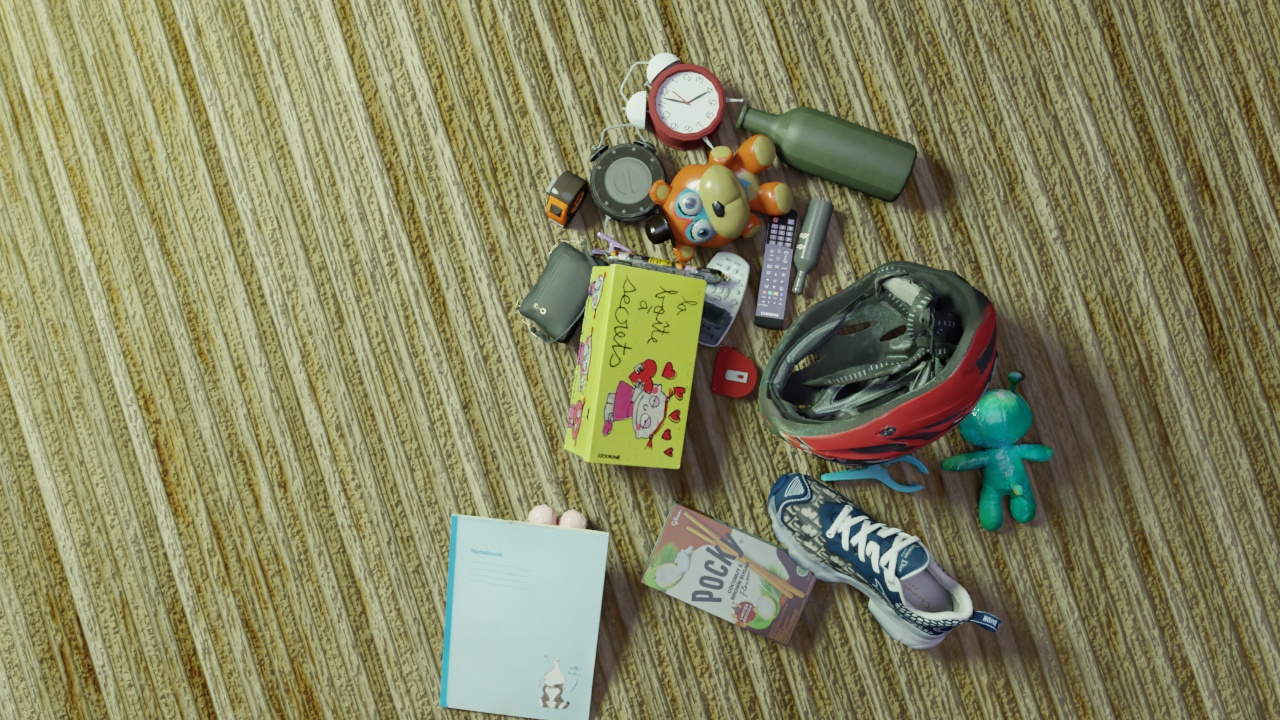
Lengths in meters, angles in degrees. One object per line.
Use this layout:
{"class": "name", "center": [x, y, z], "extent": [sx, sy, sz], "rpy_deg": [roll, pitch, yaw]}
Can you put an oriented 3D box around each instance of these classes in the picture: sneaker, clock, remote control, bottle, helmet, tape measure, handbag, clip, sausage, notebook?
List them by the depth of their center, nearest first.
{"class": "helmet", "center": [0.261, 0.012, 1.007], "extent": [0.272, 0.217, 0.167], "rpy_deg": [-32, 126, 3]}
{"class": "sneaker", "center": [0.266, 0.215, 1.018], "extent": [0.269, 0.133, 0.103], "rpy_deg": [41, 67, 0]}
{"class": "notebook", "center": [-0.138, 0.303, 1.060], "extent": [0.181, 0.009, 0.254], "rpy_deg": [7, 106, 1]}
{"class": "bottle", "center": [0.214, -0.252, 1.074], "extent": [0.207, 0.071, 0.071], "rpy_deg": [20, 89, 1]}
{"class": "sausage", "center": [0.029, -0.109, 1.077], "extent": [0.155, 0.020, 0.020], "rpy_deg": [12, 89, 10]}
{"class": "handbag", "center": [-0.092, -0.083, 1.085], "extent": [0.079, 0.054, 0.128], "rpy_deg": [31, 91, 5]}
{"class": "tape measure", "center": [-0.091, -0.195, 1.085], "extent": [0.038, 0.059, 0.058], "rpy_deg": [30, 86, 4]}
{"class": "clip", "center": [0.277, 0.133, 1.087], "extent": [0.120, 0.027, 0.103], "rpy_deg": [15, 91, 2]}
{"class": "clock", "center": [-0.015, -0.215, 1.090], "extent": [0.091, 0.044, 0.123], "rpy_deg": [-8, 89, 0]}
{"class": "clock", "center": [0.044, -0.306, 1.090], "extent": [0.137, 0.048, 0.096], "rpy_deg": [28, 89, 0]}
{"class": "bottle", "center": [0.201, -0.133, 1.092], "extent": [0.030, 0.030, 0.113], "rpy_deg": [16, 89, 1]}
{"class": "remote control", "center": [0.090, -0.074, 1.093], "extent": [0.060, 0.028, 0.114], "rpy_deg": [26, 90, 2]}
{"class": "tape measure", "center": [0.113, 0.014, 1.094], "extent": [0.051, 0.019, 0.059], "rpy_deg": [10, 89, 1]}
{"class": "remote control", "center": [0.162, -0.111, 1.099], "extent": [0.033, 0.015, 0.147], "rpy_deg": [8, 89, 1]}
{"class": "clip", "center": [-0.035, -0.140, 1.105], "extent": [0.051, 0.014, 0.045], "rpy_deg": [-9, 86, 4]}

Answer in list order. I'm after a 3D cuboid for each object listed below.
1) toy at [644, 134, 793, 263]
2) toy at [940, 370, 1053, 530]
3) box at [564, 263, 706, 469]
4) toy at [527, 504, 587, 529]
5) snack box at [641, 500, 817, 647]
{"class": "toy", "center": [0.086, -0.184, 1.063], "extent": [0.176, 0.096, 0.112], "rpy_deg": [-26, 110, 3]}
{"class": "toy", "center": [0.419, 0.103, 1.066], "extent": [0.130, 0.072, 0.193], "rpy_deg": [-12, 98, 0]}
{"class": "box", "center": [-0.006, 0.006, 1.042], "extent": [0.124, 0.080, 0.221], "rpy_deg": [10, 92, -27]}
{"class": "toy", "center": [-0.104, 0.223, 1.077], "extent": [0.108, 0.053, 0.105], "rpy_deg": [11, 85, 1]}
{"class": "snack box", "center": [0.106, 0.250, 1.082], "extent": [0.186, 0.031, 0.101], "rpy_deg": [24, 89, 1]}
